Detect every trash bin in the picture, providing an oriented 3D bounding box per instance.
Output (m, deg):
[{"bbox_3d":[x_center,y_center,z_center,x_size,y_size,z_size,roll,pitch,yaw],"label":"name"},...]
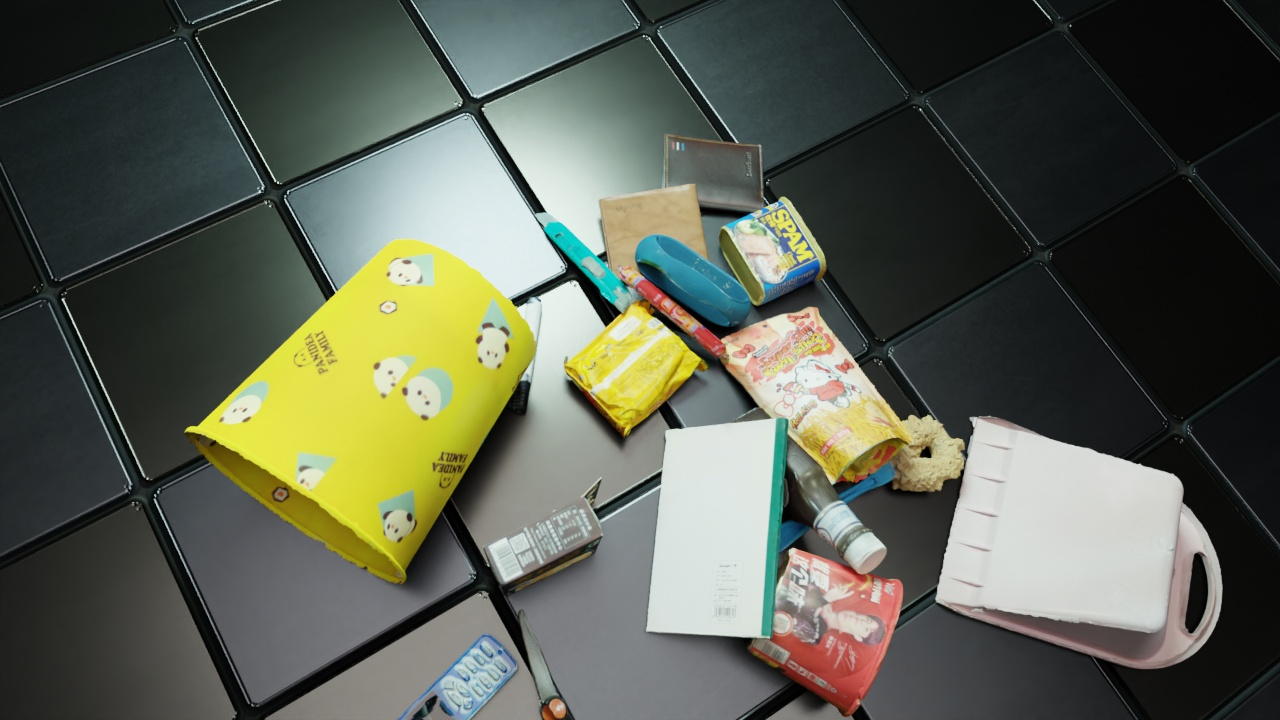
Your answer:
[{"bbox_3d":[-0.242,0.039,0.863,0.229,0.230,0.254,31,64,6],"label":"trash bin"}]

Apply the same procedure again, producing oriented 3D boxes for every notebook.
[{"bbox_3d":[0.073,0.162,0.898,0.012,0.151,0.208,27,62,-43],"label":"notebook"}]

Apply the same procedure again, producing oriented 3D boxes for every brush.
[{"bbox_3d":[0.057,-0.086,0.997,0.144,0.073,0.055,34,98,-4],"label":"brush"},{"bbox_3d":[0.231,0.138,0.969,0.254,0.046,0.083,-28,79,-11],"label":"brush"}]

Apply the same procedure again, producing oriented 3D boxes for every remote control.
[{"bbox_3d":[-0.174,0.318,0.866,0.049,0.024,0.124,44,71,10],"label":"remote control"}]

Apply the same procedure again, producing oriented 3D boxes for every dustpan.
[{"bbox_3d":[0.471,0.208,0.981,0.274,0.139,0.222,12,68,29],"label":"dustpan"}]

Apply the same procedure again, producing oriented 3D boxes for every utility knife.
[{"bbox_3d":[-0.064,-0.114,1.025,0.029,0.013,0.171,-33,64,-23],"label":"utility knife"}]

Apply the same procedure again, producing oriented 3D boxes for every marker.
[{"bbox_3d":[-0.124,-0.007,0.992,0.022,0.018,0.130,3,70,5],"label":"marker"}]

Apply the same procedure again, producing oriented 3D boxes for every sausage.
[{"bbox_3d":[0.035,-0.053,0.994,0.156,0.020,0.020,39,71,-2],"label":"sausage"}]

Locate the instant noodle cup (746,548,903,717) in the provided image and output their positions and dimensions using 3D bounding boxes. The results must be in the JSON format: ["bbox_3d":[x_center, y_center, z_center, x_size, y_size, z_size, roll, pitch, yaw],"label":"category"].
[{"bbox_3d":[0.172,0.250,0.873,0.108,0.138,0.137,24,69,10],"label":"instant noodle cup"}]

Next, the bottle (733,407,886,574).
[{"bbox_3d":[0.162,0.130,0.905,0.044,0.080,0.195,-27,49,-20],"label":"bottle"}]

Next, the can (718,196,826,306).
[{"bbox_3d":[0.148,-0.122,1.040,0.083,0.057,0.102,-26,74,-12],"label":"can"}]

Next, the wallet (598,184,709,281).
[{"bbox_3d":[0.016,-0.145,1.045,0.115,0.020,0.101,-10,83,-6],"label":"wallet"}]

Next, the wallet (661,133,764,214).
[{"bbox_3d":[0.086,-0.221,1.090,0.122,0.020,0.096,5,70,-6],"label":"wallet"}]

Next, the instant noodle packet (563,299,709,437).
[{"bbox_3d":[-0.006,0.006,0.985,0.128,0.044,0.111,-40,77,-20],"label":"instant noodle packet"}]

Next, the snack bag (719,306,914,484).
[{"bbox_3d":[0.185,0.032,0.974,0.128,0.073,0.207,-25,57,-13],"label":"snack bag"}]

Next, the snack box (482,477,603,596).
[{"bbox_3d":[-0.085,0.172,0.880,0.125,0.113,0.053,-24,75,-13],"label":"snack box"}]

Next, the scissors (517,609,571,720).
[{"bbox_3d":[-0.085,0.339,0.848,0.235,0.022,0.124,54,35,10],"label":"scissors"}]
